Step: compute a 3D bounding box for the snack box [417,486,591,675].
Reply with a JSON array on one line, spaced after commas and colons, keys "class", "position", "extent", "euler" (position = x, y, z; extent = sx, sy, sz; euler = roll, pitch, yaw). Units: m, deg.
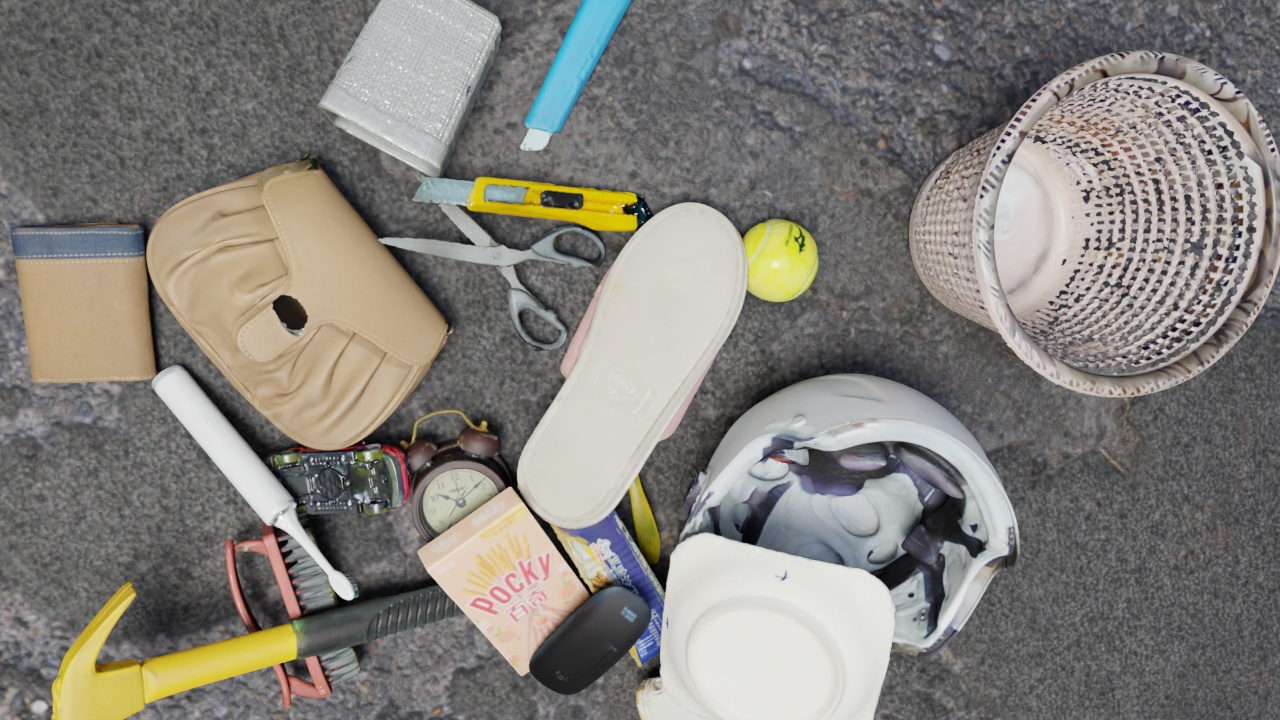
[{"class": "snack box", "position": [-0.096, 0.175, 0.713], "extent": [0.084, 0.026, 0.157], "euler": [-35, 129, -9]}]

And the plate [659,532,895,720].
[{"class": "plate", "position": [0.090, 0.211, 0.653], "extent": [0.164, 0.034, 0.164], "euler": [10, 112, 15]}]

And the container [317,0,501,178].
[{"class": "container", "position": [-0.159, -0.204, 0.656], "extent": [0.090, 0.090, 0.114], "euler": [27, 89, -12]}]

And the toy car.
[{"class": "toy car", "position": [-0.228, 0.087, 0.690], "extent": [0.121, 0.045, 0.053], "euler": [-2, 100, 16]}]

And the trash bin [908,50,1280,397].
[{"class": "trash bin", "position": [0.311, -0.099, 0.692], "extent": [0.227, 0.192, 0.227], "euler": [-1, 98, -9]}]

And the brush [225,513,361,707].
[{"class": "brush", "position": [-0.267, 0.194, 0.706], "extent": [0.069, 0.063, 0.146], "euler": [-19, 102, -19]}]

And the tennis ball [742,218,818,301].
[{"class": "tennis ball", "position": [0.108, -0.079, 0.727], "extent": [0.065, 0.065, 0.065], "euler": [-1, 98, -9]}]

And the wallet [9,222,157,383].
[{"class": "wallet", "position": [-0.402, -0.042, 0.667], "extent": [0.090, 0.033, 0.115], "euler": [-2, 99, -6]}]

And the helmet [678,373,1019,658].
[{"class": "helmet", "position": [0.149, 0.111, 0.713], "extent": [0.229, 0.145, 0.259], "euler": [25, 127, -5]}]

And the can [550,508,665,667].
[{"class": "can", "position": [-0.018, 0.173, 0.739], "extent": [0.049, 0.074, 0.148], "euler": [-31, 103, -8]}]

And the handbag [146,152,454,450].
[{"class": "handbag", "position": [-0.242, -0.040, 0.658], "extent": [0.147, 0.100, 0.204], "euler": [-40, 104, -7]}]

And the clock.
[{"class": "clock", "position": [-0.143, 0.095, 0.715], "extent": [0.082, 0.055, 0.122], "euler": [-13, 103, -7]}]

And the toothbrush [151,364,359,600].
[{"class": "toothbrush", "position": [-0.278, 0.090, 0.668], "extent": [0.027, 0.026, 0.221], "euler": [-45, 81, 5]}]

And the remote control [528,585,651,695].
[{"class": "remote control", "position": [-0.042, 0.221, 0.704], "extent": [0.053, 0.024, 0.137], "euler": [36, 121, -6]}]

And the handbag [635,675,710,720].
[{"class": "handbag", "position": [0.075, 0.270, 0.724], "extent": [0.164, 0.063, 0.179], "euler": [-21, 115, 25]}]

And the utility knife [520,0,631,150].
[{"class": "utility knife", "position": [-0.049, -0.232, 0.705], "extent": [0.034, 0.018, 0.162], "euler": [28, 95, -9]}]

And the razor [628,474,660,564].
[{"class": "razor", "position": [-0.004, 0.110, 0.757], "extent": [0.043, 0.028, 0.132], "euler": [-16, 102, -11]}]

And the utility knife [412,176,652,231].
[{"class": "utility knife", "position": [-0.075, -0.118, 0.689], "extent": [0.192, 0.015, 0.033], "euler": [1, 81, -28]}]

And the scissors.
[{"class": "scissors", "position": [-0.104, -0.076, 0.698], "extent": [0.178, 0.014, 0.159], "euler": [-18, 108, -21]}]

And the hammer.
[{"class": "hammer", "position": [-0.248, 0.200, 0.660], "extent": [0.300, 0.033, 0.129], "euler": [-7, 98, -35]}]

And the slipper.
[{"class": "slipper", "position": [-0.004, 0.004, 0.715], "extent": [0.114, 0.054, 0.274], "euler": [26, 85, 13]}]
